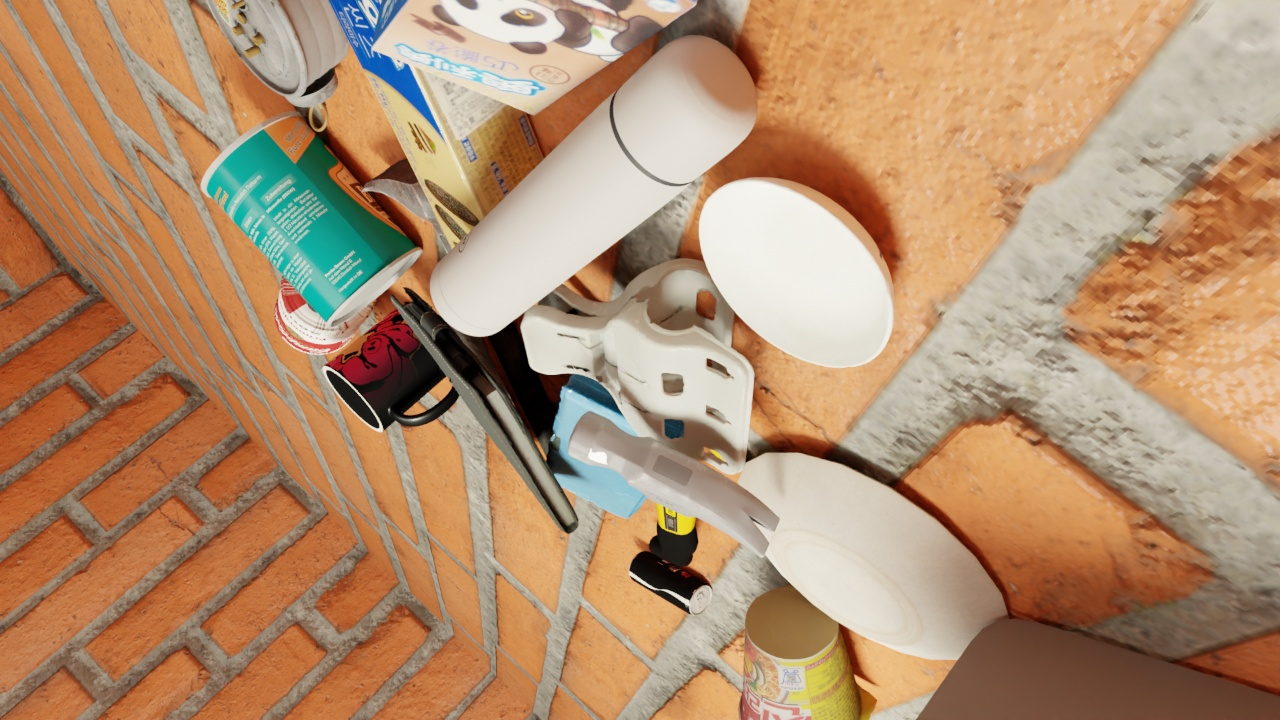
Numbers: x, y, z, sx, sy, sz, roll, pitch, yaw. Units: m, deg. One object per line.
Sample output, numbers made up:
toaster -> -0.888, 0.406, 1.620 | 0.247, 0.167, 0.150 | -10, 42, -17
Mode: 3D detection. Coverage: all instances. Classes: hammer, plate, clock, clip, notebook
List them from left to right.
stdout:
clock -> -0.236, -0.216, 0.602 | 0.104, 0.056, 0.148 | 30, 148, 30
notebook -> -0.130, 0.032, 0.746 | 0.209, 0.029, 0.169 | 35, 156, 51
hammer -> -0.122, -0.025, 0.737 | 0.138, 0.034, 0.315 | 26, 149, 37
clip -> 0.009, -0.010, 0.539 | 0.152, 0.098, 0.126 | 32, 151, 23
hammer -> 0.026, 0.116, 0.656 | 0.127, 0.029, 0.324 | 24, 163, 10
plate -> 0.075, -0.044, 0.421 | 0.104, 0.026, 0.104 | 34, 151, 22
plate -> 0.135, 0.133, 0.579 | 0.189, 0.027, 0.189 | 32, 152, 20

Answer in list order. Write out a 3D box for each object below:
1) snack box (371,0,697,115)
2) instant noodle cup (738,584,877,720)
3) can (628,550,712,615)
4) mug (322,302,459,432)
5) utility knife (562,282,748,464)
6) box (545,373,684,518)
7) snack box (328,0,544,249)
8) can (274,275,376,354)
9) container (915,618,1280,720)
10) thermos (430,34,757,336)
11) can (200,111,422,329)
snack box -> -0.050, -0.154, 0.389 | 0.087, 0.034, 0.152 | 16, 169, -30
instant noodle cup -> 0.117, 0.234, 0.697 | 0.100, 0.100, 0.112 | 22, 139, 40
can -> 0.027, 0.207, 0.853 | 0.081, 0.031, 0.031 | 20, 144, 43
mug -> -0.224, 0.015, 0.871 | 0.118, 0.098, 0.082 | 33, 152, 25
utility knife -> -0.006, -0.002, 0.613 | 0.217, 0.019, 0.031 | 42, 149, -4
box -> -0.019, 0.060, 0.694 | 0.093, 0.054, 0.232 | 25, 157, 2
snack box -> -0.104, -0.138, 0.517 | 0.057, 0.056, 0.207 | 24, 147, 39
can -> -0.318, -0.058, 0.920 | 0.086, 0.086, 0.117 | 50, 155, -9
container -> 0.248, 0.310, 0.438 | 0.248, 0.245, 0.244 | 6, 131, 53
thermos -> -0.032, -0.075, 0.447 | 0.052, 0.052, 0.225 | 50, 138, -9
can -> -0.264, -0.112, 0.744 | 0.144, 0.099, 0.099 | 49, 154, -7
